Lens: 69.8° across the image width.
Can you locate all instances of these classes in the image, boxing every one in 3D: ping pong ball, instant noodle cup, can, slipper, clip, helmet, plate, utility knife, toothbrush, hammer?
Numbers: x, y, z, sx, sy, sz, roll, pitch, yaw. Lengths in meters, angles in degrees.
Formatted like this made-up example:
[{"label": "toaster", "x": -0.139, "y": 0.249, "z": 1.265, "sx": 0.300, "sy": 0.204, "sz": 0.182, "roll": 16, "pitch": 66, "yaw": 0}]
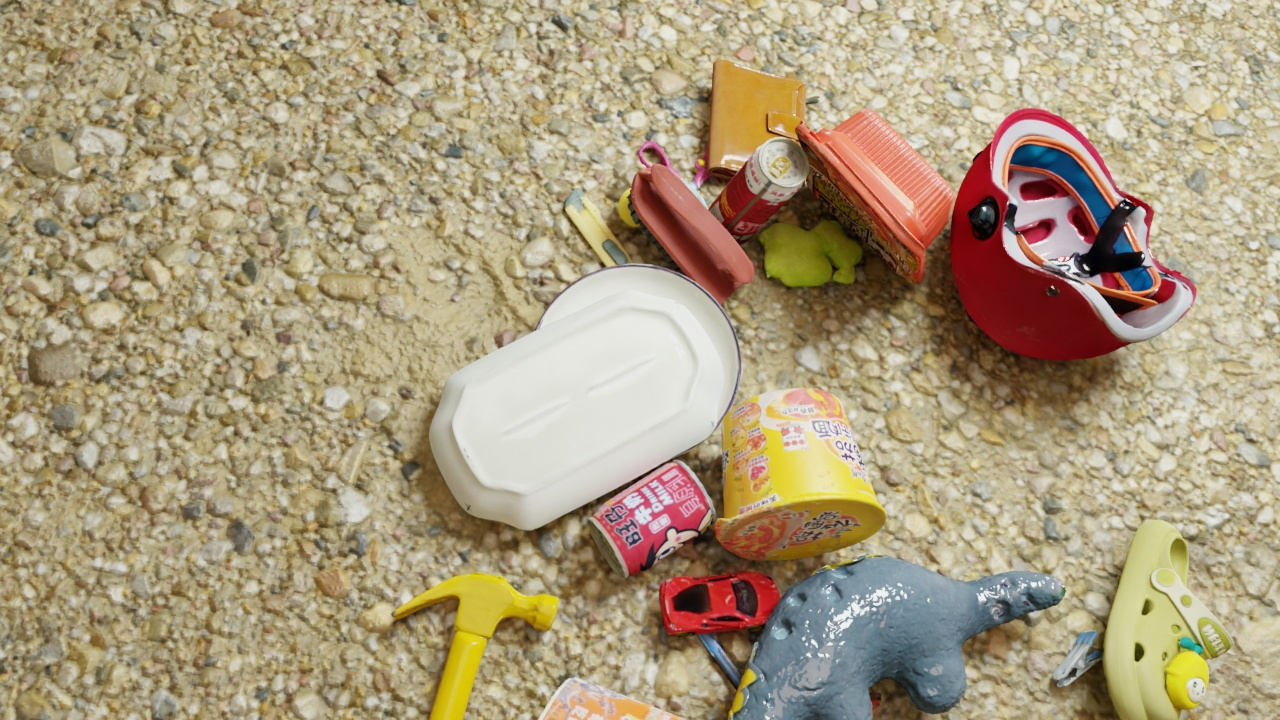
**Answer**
[{"label": "ping pong ball", "x": -0.002, "y": -0.153, "z": 0.914, "sx": 0.040, "sy": 0.040, "sz": 0.040, "roll": 2, "pitch": 67, "yaw": -5}, {"label": "instant noodle cup", "x": 0.224, "y": -0.159, "z": 0.859, "sx": 0.079, "sy": 0.188, "sz": 0.164, "roll": -42, "pitch": 76, "yaw": 10}, {"label": "can", "x": 0.009, "y": 0.136, "z": 0.782, "sx": 0.093, "sy": 0.067, "sz": 0.066, "roll": -30, "pitch": 74, "yaw": -17}, {"label": "slipper", "x": 0.448, "y": 0.222, "z": 0.773, "sx": 0.091, "sy": 0.082, "sz": 0.190, "roll": 44, "pitch": 58, "yaw": -29}, {"label": "instant noodle cup", "x": 0.129, "y": 0.095, "z": 0.780, "sx": 0.138, "sy": 0.138, "sz": 0.109, "roll": -2, "pitch": 60, "yaw": -7}, {"label": "clip", "x": 0.378, "y": 0.261, "z": 0.792, "sx": 0.058, "sy": 0.027, "sz": 0.043, "roll": -34, "pitch": 83, "yaw": -18}, {"label": "helmet", "x": 0.379, "y": -0.103, "z": 0.875, "sx": 0.206, "sy": 0.144, "sz": 0.239, "roll": -5, "pitch": 66, "yaw": -30}, {"label": "instant noodle cup", "x": -0.029, "y": 0.311, "z": 0.668, "sx": 0.111, "sy": 0.151, "sz": 0.151, "roll": 23, "pitch": 67, "yaw": 13}, {"label": "plate", "x": -0.005, "y": 0.005, "z": 0.845, "sx": 0.192, "sy": 0.039, "sz": 0.192, "roll": 1, "pitch": 71, "yaw": -2}, {"label": "utility knife", "x": -0.018, "y": -0.096, "z": 0.907, "sx": 0.031, "sy": 0.020, "sz": 0.190, "roll": -34, "pitch": 79, "yaw": -12}, {"label": "toothbrush", "x": 0.093, "y": 0.282, "z": 0.761, "sx": 0.014, "sy": 0.016, "sz": 0.189, "roll": -35, "pitch": 72, "yaw": -12}, {"label": "can", "x": 0.110, "y": -0.159, "z": 0.874, "sx": 0.053, "sy": 0.133, "sz": 0.053, "roll": 5, "pitch": 73, "yaw": -15}, {"label": "plate", "x": -0.053, "y": 0.034, "z": 0.792, "sx": 0.265, "sy": 0.034, "sz": 0.162, "roll": -26, "pitch": 74, "yaw": -11}, {"label": "hammer", "x": -0.161, "y": 0.312, "z": 0.709, "sx": 0.129, "sy": 0.033, "sz": 0.300, "roll": 14, "pitch": 67, "yaw": 0}]

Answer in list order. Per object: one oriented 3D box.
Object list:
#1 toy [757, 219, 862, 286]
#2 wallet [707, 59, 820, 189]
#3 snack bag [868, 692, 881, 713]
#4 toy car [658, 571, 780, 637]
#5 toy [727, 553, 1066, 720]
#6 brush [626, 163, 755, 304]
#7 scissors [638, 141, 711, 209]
[{"label": "toy", "x": 0.170, "y": -0.106, "z": 0.918, "sx": 0.100, "sy": 0.031, "sz": 0.096, "roll": -36, "pitch": 77, "yaw": -19}, {"label": "wallet", "x": 0.129, "y": -0.245, "z": 0.967, "sx": 0.119, "sy": 0.035, "sz": 0.130, "roll": 7, "pitch": 71, "yaw": -11}, {"label": "snack bag", "x": 0.176, "y": 0.322, "z": 0.744, "sx": 0.048, "sy": 0.026, "sz": 0.104, "roll": 0, "pitch": 66, "yaw": 9}, {"label": "toy car", "x": 0.069, "y": 0.204, "z": 0.775, "sx": 0.106, "sy": 0.031, "sz": 0.049, "roll": 0, "pitch": 61, "yaw": -14}, {"label": "toy", "x": 0.182, "y": 0.230, "z": 0.740, "sx": 0.355, "sy": 0.092, "sz": 0.138, "roll": -21, "pitch": 52, "yaw": -19}, {"label": "brush", "x": 0.047, "y": -0.124, "z": 0.869, "sx": 0.063, "sy": 0.069, "sz": 0.146, "roll": -45, "pitch": 100, "yaw": -22}, {"label": "scissors", "x": 0.044, "y": -0.183, "z": 0.947, "sx": 0.130, "sy": 0.017, "sz": 0.133, "roll": 26, "pitch": 71, "yaw": 1}]
